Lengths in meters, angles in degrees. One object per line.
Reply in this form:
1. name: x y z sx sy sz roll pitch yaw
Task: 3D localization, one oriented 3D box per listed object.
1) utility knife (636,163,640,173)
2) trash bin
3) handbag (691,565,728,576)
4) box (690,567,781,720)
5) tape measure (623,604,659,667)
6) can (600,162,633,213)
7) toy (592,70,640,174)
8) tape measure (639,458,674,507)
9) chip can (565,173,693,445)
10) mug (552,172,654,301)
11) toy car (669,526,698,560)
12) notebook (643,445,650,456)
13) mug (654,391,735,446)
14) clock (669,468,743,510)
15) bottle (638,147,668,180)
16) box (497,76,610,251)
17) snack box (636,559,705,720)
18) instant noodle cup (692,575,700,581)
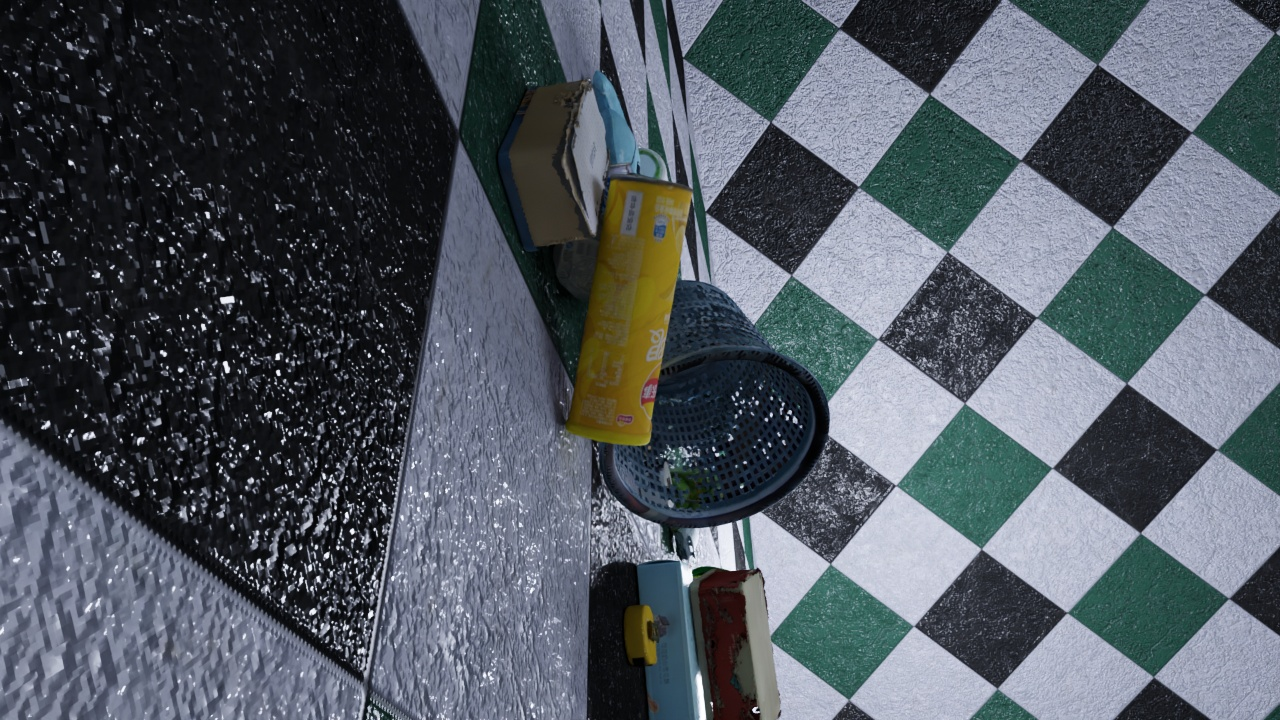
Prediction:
1. utility knife: -0.006 -0.156 1.089 0.215 0.015 0.033 97 -18 -57
2. trash bin: 0.056 0.027 0.951 0.194 0.226 0.227 -107 -178 -53
3. handbag: 0.113 0.347 1.244 0.131 0.120 0.068 -91 175 -46
4. box: 0.112 0.315 0.997 0.091 0.077 0.168 -2 83 -66
5. tape measure: 0.003 0.268 0.897 0.057 0.029 0.060 58 25 -68
6. can: -0.023 -0.148 1.016 0.053 0.053 0.134 -58 139 -76
7. toy: -0.030 -0.258 1.091 0.156 0.050 0.161 -94 170 -54
8. tape measure: 0.020 0.154 1.097 0.066 0.033 0.066 -37 117 -80
9. chip can: -0.010 -0.041 0.750 0.072 0.072 0.213 -21 121 -81
10. mug: -0.022 -0.112 0.836 0.124 0.084 0.103 -66 174 11
11. toy car: 0.063 0.229 1.300 0.120 0.037 0.054 -90 168 -56
12. notebook: -0.007 0.007 1.128 0.149 0.012 0.211 57 26 -68
13. mug: 0.064 0.071 1.274 0.082 0.111 0.106 -59 -170 -12
14. clock: 0.078 0.173 1.193 0.161 0.116 0.056 26 67 -83
15. bottle: 0.009 -0.230 1.269 0.197 0.068 0.068 50 33 -80
16. box: -0.066 -0.160 0.744 0.183 0.061 0.090 -80 160 -57
17. snack box: 0.033 0.304 0.983 0.074 0.052 0.174 52 32 -70
18. instant noodle cup: 0.077 0.311 1.115 0.123 0.112 0.111 53 30 -87
